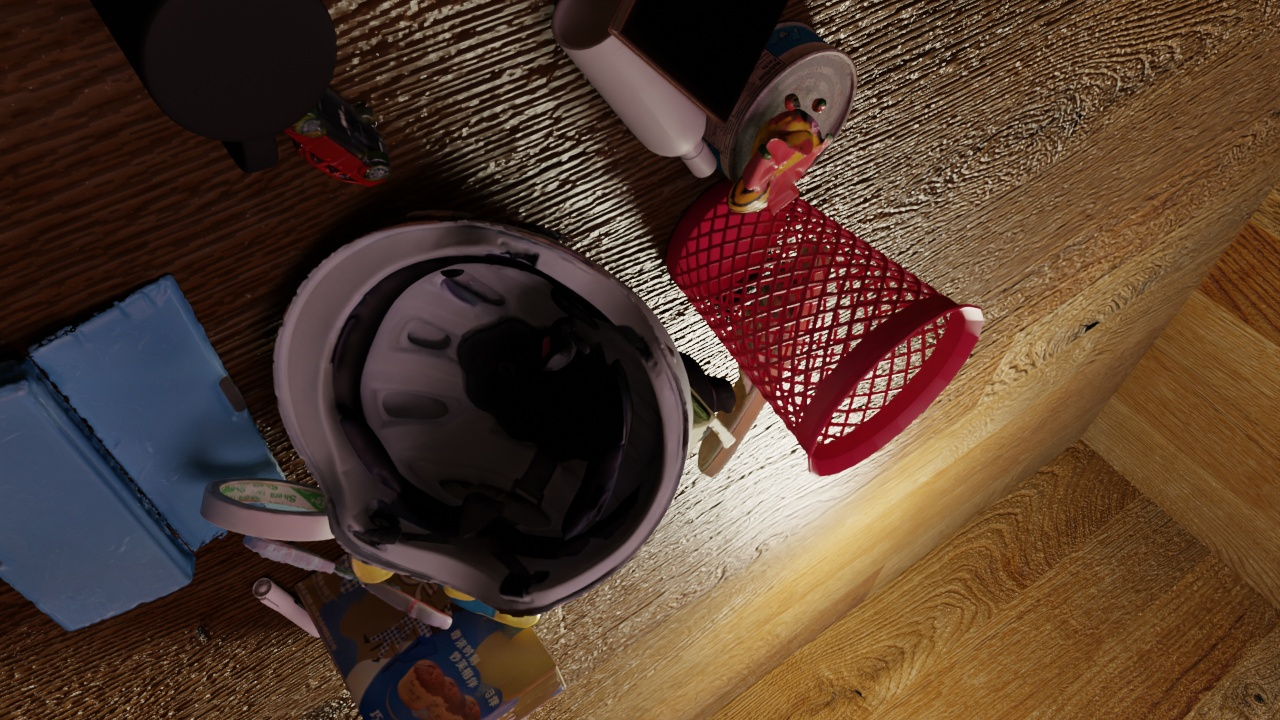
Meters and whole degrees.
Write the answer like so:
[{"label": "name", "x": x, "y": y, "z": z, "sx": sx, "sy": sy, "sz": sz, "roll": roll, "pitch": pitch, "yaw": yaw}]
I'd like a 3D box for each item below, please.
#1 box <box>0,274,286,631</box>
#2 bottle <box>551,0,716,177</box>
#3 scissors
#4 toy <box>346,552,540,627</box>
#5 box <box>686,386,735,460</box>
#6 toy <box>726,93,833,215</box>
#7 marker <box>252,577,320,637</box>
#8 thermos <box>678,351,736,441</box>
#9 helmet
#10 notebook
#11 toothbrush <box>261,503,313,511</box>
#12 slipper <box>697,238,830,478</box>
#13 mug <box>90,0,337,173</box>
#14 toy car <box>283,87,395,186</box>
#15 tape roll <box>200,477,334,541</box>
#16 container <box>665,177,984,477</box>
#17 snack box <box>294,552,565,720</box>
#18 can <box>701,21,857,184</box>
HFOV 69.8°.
[{"label": "box", "x": -0.324, "y": 0.071, "z": 0.566, "sx": 0.176, "sy": 0.047, "sz": 0.232, "roll": -30, "pitch": 146, "yaw": -21}, {"label": "bottle", "x": 0.009, "y": -0.178, "z": 0.624, "sx": 0.052, "sy": 0.052, "sz": 0.195, "roll": -45, "pitch": 151, "yaw": 6}, {"label": "scissors", "x": -0.227, "y": 0.168, "z": 0.715, "sx": 0.013, "sy": 0.171, "sz": 0.172, "roll": -65, "pitch": 149, "yaw": -12}, {"label": "toy", "x": -0.165, "y": 0.125, "z": 0.737, "sx": 0.084, "sy": 0.148, "sz": 0.214, "roll": -23, "pitch": 142, "yaw": 15}, {"label": "box", "x": -0.011, "y": 0.002, "z": 0.710, "sx": 0.090, "sy": 0.188, "sz": 0.078, "roll": -26, "pitch": 149, "yaw": -24}, {"label": "toy", "x": 0.104, "y": -0.150, "z": 0.695, "sx": 0.084, "sy": 0.046, "sz": 0.104, "roll": -25, "pitch": 155, "yaw": -53}, {"label": "marker", "x": -0.312, "y": 0.227, "z": 0.827, "sx": 0.017, "sy": 0.020, "sz": 0.134, "roll": -15, "pitch": 148, "yaw": -3}, {"label": "thermos", "x": -0.022, "y": 0.052, "z": 0.872, "sx": 0.220, "sy": 0.098, "sz": 0.098, "roll": -15, "pitch": 142, "yaw": -33}, {"label": "helmet", "x": -0.094, "y": 0.023, "z": 0.617, "sx": 0.163, "sy": 0.264, "sz": 0.237, "roll": -45, "pitch": 160, "yaw": -80}, {"label": "notebook", "x": 0.068, "y": -0.266, "z": 0.562, "sx": 0.141, "sy": 0.008, "sz": 0.209, "roll": 17, "pitch": 103, "yaw": -57}, {"label": "toothbrush", "x": -0.267, "y": 0.119, "z": 0.738, "sx": 0.016, "sy": 0.016, "sz": 0.180, "roll": -46, "pitch": 150, "yaw": 14}, {"label": "slipper", "x": 0.116, "y": 0.000, "z": 0.943, "sx": 0.054, "sy": 0.114, "sz": 0.273, "roll": 20, "pitch": 110, "yaw": -11}, {"label": "mug", "x": -0.186, "y": -0.138, "z": 0.404, "sx": 0.078, "sy": 0.088, "sz": 0.114, "roll": -26, "pitch": 148, "yaw": -26}, {"label": "toy car", "x": -0.169, "y": -0.126, "z": 0.491, "sx": 0.036, "sy": 0.042, "sz": 0.091, "roll": -25, "pitch": 158, "yaw": 10}, {"label": "tape roll", "x": -0.239, "y": 0.097, "z": 0.608, "sx": 0.093, "sy": 0.094, "sz": 0.018, "roll": 9, "pitch": 94, "yaw": -55}, {"label": "container", "x": 0.138, "y": -0.046, "z": 0.782, "sx": 0.183, "sy": 0.225, "sz": 0.183, "roll": -30, "pitch": 150, "yaw": -20}, {"label": "snack box", "x": -0.187, "y": 0.245, "z": 0.815, "sx": 0.154, "sy": 0.202, "sz": 0.069, "roll": -31, "pitch": 149, "yaw": -18}, {"label": "can", "x": 0.108, "y": -0.197, "z": 0.726, "sx": 0.129, "sy": 0.044, "sz": 0.130, "roll": -30, "pitch": 150, "yaw": -20}]
